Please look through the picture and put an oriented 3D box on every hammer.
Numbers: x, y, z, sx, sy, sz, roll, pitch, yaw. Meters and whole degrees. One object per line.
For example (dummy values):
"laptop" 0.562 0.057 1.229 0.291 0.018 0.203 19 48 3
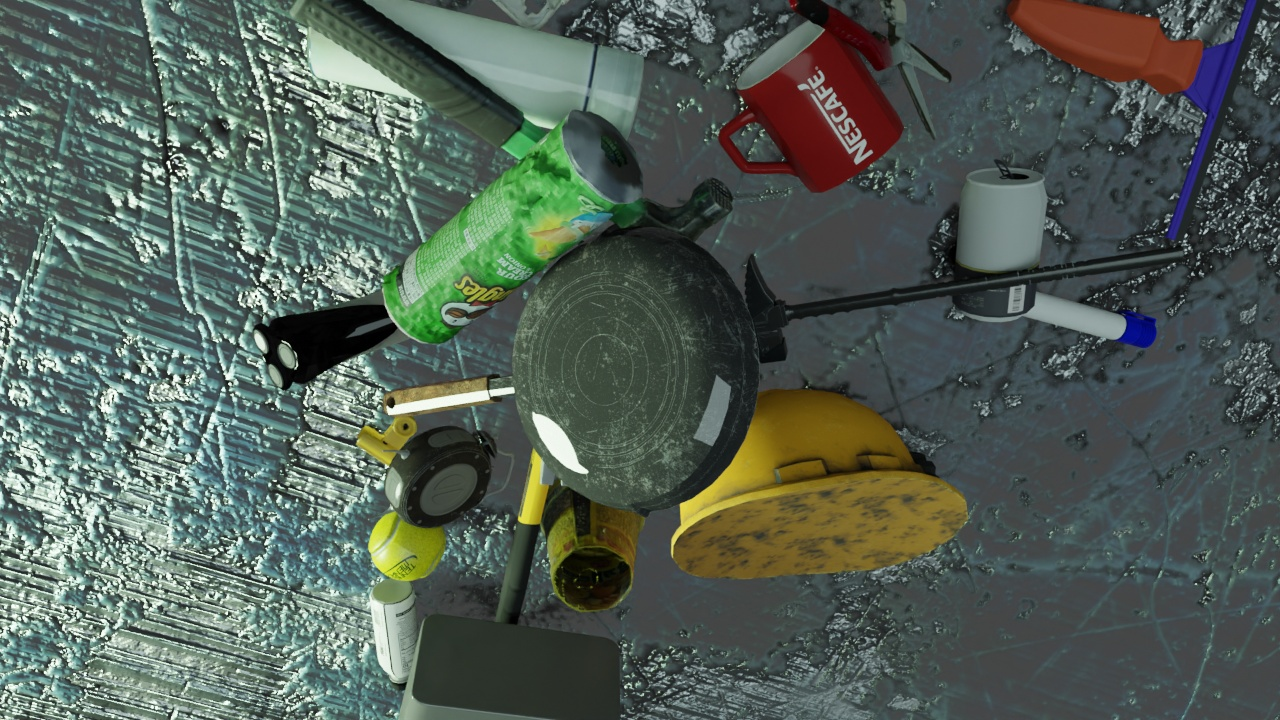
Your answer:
"hammer" -0.090 -0.159 0.644 0.318 0.032 0.131 30 137 -31
"hammer" -0.100 0.147 0.809 0.029 0.127 0.324 5 122 -16
"hammer" 0.243 -0.063 0.724 0.325 0.015 0.095 -8 114 20

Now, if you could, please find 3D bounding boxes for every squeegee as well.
"squeegee" 0.359 -0.235 0.687 0.184 0.055 0.249 15 95 -11

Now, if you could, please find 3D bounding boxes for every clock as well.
"clock" -0.172 0.098 0.795 0.122 0.044 0.091 -8 128 -42

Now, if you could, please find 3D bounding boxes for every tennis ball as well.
"tennis ball" -0.209 0.164 0.823 0.065 0.065 0.065 -2 115 -4

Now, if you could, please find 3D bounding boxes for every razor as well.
"razor" -0.229 -0.026 0.743 0.156 0.060 0.057 -22 104 -16

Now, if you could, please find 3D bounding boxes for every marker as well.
"marker" 0.383 -0.039 0.797 0.133 0.023 0.027 13 92 -10

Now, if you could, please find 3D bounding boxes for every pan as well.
"pan" -0.079 0.016 0.682 0.358 0.040 0.207 -9 85 33

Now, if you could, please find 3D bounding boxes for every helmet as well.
"helmet" 0.137 0.093 0.777 0.255 0.131 0.206 9 144 -29

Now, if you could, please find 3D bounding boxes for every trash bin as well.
"trash bin" -0.136 0.350 0.866 0.191 0.097 0.220 12 128 -12

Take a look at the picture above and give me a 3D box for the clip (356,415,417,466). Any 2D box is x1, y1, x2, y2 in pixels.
"clip" -0.216 0.071 0.801 0.054 0.046 0.048 39 131 -18

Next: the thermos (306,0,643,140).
"thermos" -0.114 -0.211 0.657 0.230 0.067 0.068 11 113 -10

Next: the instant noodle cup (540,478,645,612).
"instant noodle cup" -0.041 0.162 0.811 0.102 0.108 0.102 -1 113 -3

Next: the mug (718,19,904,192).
"mug" 0.119 -0.180 0.682 0.117 0.080 0.096 -34 113 18

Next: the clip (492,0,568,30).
"clip" -0.073 -0.311 0.609 0.126 0.110 0.151 38 117 -22

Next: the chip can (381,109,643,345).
"chip can" -0.095 -0.089 0.652 0.224 0.075 0.075 -30 116 37

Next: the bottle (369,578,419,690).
"bottle" -0.234 0.267 0.883 0.041 0.041 0.116 -1 115 -4

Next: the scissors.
"scissors" 0.166 -0.255 0.652 0.198 0.015 0.179 2 80 -43

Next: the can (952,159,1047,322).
"can" 0.289 -0.099 0.739 0.064 0.064 0.127 -5 115 -2
